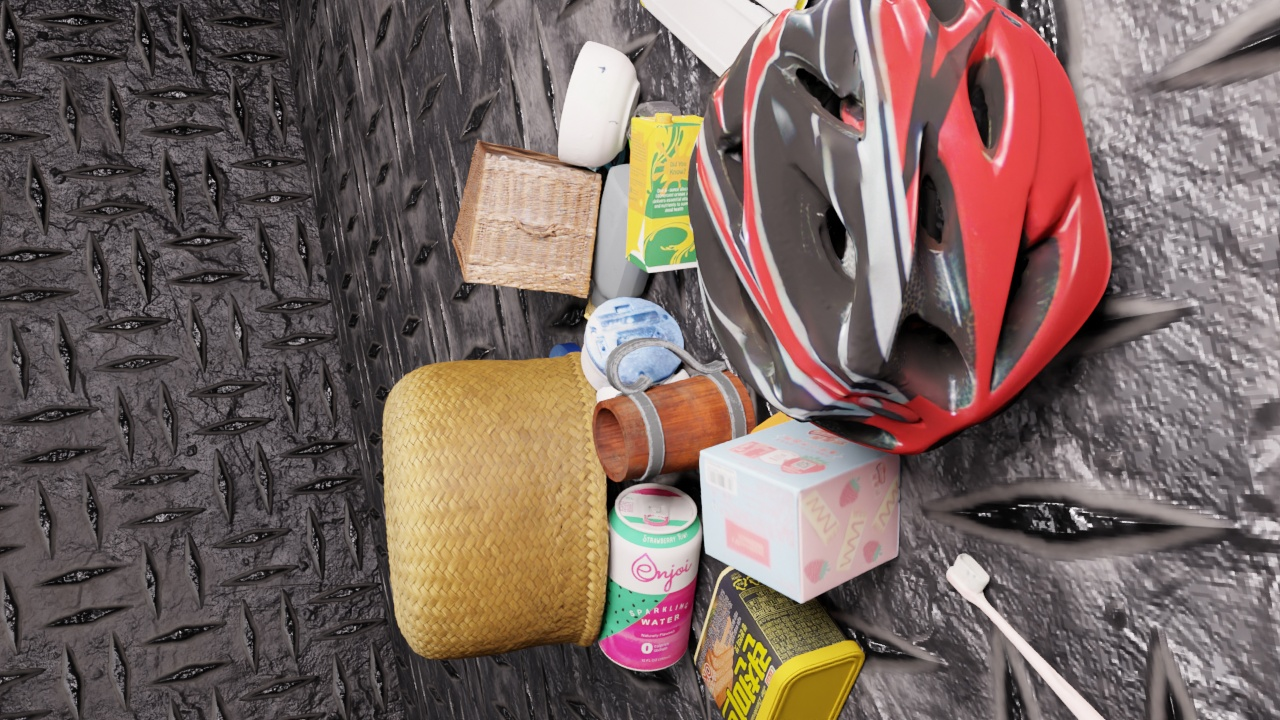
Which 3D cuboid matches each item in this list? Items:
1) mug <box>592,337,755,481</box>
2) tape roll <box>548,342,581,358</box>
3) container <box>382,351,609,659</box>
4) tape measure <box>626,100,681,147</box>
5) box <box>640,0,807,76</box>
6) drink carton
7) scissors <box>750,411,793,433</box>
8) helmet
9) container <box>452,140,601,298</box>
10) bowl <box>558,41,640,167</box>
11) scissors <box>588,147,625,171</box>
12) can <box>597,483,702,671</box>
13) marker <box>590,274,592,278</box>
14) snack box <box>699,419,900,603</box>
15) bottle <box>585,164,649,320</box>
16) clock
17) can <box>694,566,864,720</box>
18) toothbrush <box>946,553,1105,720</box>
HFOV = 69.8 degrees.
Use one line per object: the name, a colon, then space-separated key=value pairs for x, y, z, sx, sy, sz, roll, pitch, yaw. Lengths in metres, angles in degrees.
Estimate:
mug: x=0.024 y=0.037 z=0.739 sx=0.081 sy=0.111 sz=0.117 roll=19 pitch=116 yaw=61
tape roll: x=-0.081 y=0.027 z=1.050 sx=0.093 sy=0.016 sz=0.091 roll=-40 pitch=63 yaw=60
container: x=-0.149 y=0.142 z=0.909 sx=0.307 sy=0.196 sz=0.307 roll=177 pitch=91 yaw=-76
tape measure: x=0.010 y=-0.186 z=0.774 sx=0.058 sy=0.035 sz=0.066 roll=68 pitch=152 yaw=25
box: x=0.058 y=-0.284 z=0.665 sx=0.209 sy=0.023 sz=0.127 roll=57 pitch=147 yaw=40
drink carton: x=0.025 y=-0.137 z=0.735 sx=0.041 sy=0.058 sz=0.123 roll=40 pitch=133 yaw=53
scissors: x=0.115 y=0.042 z=0.673 sx=0.129 sy=0.011 sz=0.125 roll=-41 pitch=64 yaw=58
helmet: x=0.115 y=-0.085 z=0.490 sx=0.218 sy=0.166 sz=0.271 roll=-45 pitch=46 yaw=51
container: x=-0.112 y=-0.142 z=0.887 sx=0.198 sy=0.113 sz=0.113 roll=-130 pitch=49 yaw=-68
bowl: x=-0.033 y=-0.219 z=0.801 sx=0.105 sy=0.054 sz=0.105 roll=21 pitch=-97 yaw=-88
scissors: x=-0.046 y=-0.199 z=0.909 sx=0.137 sy=0.015 sz=0.056 roll=-26 pitch=78 yaw=60
can: x=0.008 y=0.204 z=0.854 sx=0.088 sy=0.088 sz=0.166 roll=43 pitch=136 yaw=51
marker: x=-0.075 y=-0.097 z=0.994 sx=0.124 sy=0.021 sz=0.017 roll=10 pitch=108 yaw=59
snack box: x=0.105 y=0.095 z=0.604 sx=0.093 sy=0.094 sz=0.079 roll=16 pitch=116 yaw=52
bottle: x=-0.019 y=-0.097 z=0.851 sx=0.072 sy=0.046 sz=0.162 roll=61 pitch=148 yaw=34
clock: x=-0.005 y=0.005 z=0.812 sx=0.052 sy=0.088 sz=0.125 roll=117 pitch=138 yaw=-59
can: x=0.100 y=0.229 z=0.702 sx=0.101 sy=0.072 sz=0.131 roll=-125 pitch=35 yaw=-45
toothbrush: x=0.228 y=0.174 z=0.489 sx=0.181 sy=0.015 sz=0.018 roll=53 pitch=137 yaw=43
